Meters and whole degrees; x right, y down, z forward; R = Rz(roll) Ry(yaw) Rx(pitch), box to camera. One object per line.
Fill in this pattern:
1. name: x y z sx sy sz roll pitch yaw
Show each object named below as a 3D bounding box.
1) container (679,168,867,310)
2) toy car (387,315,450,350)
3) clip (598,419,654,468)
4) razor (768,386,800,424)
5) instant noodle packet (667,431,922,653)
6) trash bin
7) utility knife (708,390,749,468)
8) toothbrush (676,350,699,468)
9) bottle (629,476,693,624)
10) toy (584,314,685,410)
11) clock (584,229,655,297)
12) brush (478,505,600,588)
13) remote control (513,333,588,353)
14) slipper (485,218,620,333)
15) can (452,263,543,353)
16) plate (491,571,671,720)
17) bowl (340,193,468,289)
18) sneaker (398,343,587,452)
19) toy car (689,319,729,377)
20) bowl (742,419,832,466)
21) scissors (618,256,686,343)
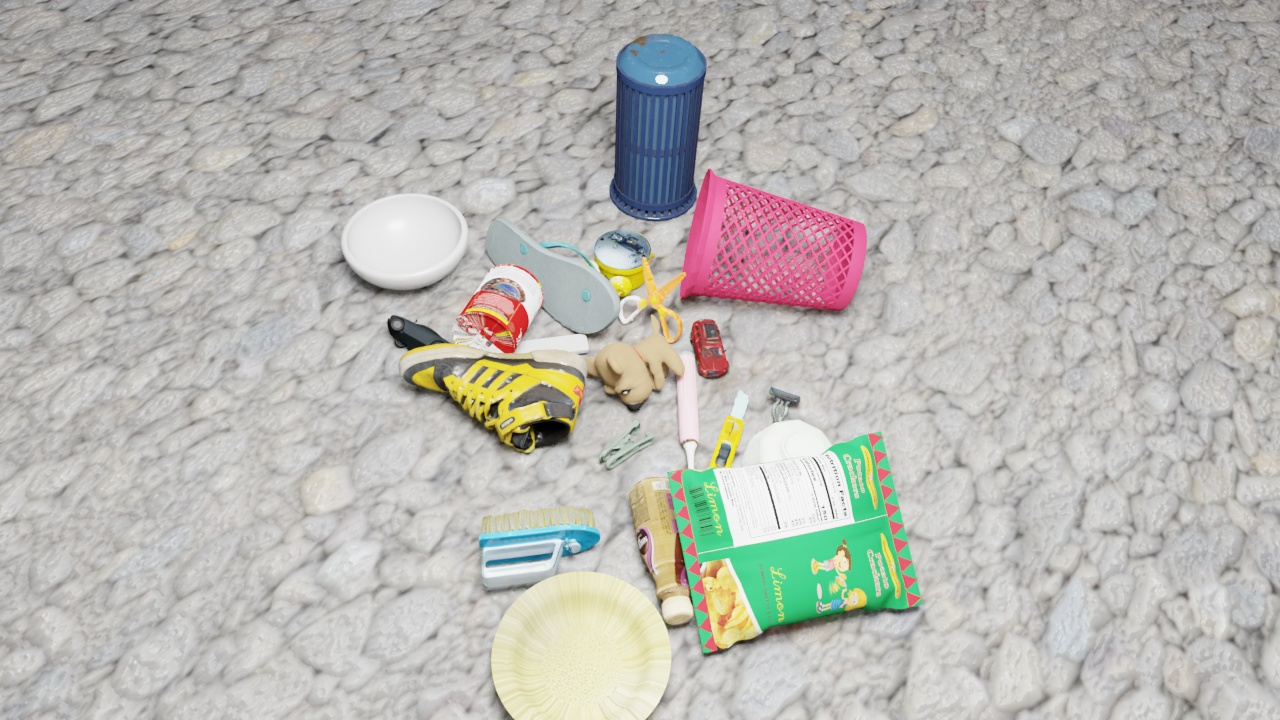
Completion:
1. container: 0.185 -0.153 1.280 0.226 0.184 0.182 11 51 -3
2. toy car: -0.289 -0.026 1.224 0.112 0.046 0.034 27 56 17
3. clip: -0.024 0.102 1.147 0.078 0.023 0.050 -22 53 -21
4. razor: 0.170 0.100 1.160 0.043 0.022 0.144 18 57 -2
5. instant noodle packet: 0.171 0.196 1.011 0.252 0.090 0.195 -10 81 -9
6. trash bin: 0.025 -0.348 1.370 0.139 0.250 0.139 1 51 -2
7. utility knife: 0.105 0.110 1.153 0.030 0.018 0.190 21 49 3
8. toothbrush: 0.061 0.080 1.166 0.027 0.027 0.222 14 49 -17
9. bottle: 0.028 0.214 1.033 0.059 0.060 0.165 -6 52 -8
10. toy: -0.007 0.007 1.185 0.108 0.134 0.106 -24 97 -22
11. clock: -0.033 -0.136 1.319 0.083 0.057 0.118 29 55 19
12. brush: -0.112 0.210 1.032 0.136 0.055 0.075 -6 47 -8
13. remote control: -0.136 -0.015 1.242 0.131 0.012 0.033 -7 43 -9
14. slipper: -0.118 -0.117 1.291 0.269 0.098 0.054 32 32 31
15. can: -0.187 -0.062 1.219 0.087 0.087 0.116 13 41 8
16. plate: -0.061 0.314 0.962 0.184 0.036 0.184 1 51 -2
17. bowl: -0.334 -0.159 1.318 0.176 0.066 0.176 1 51 -2
18. sneaker: -0.187 0.049 1.141 0.238 0.086 0.121 0 53 0
19. toy car: 0.094 -0.017 1.243 0.042 0.036 0.091 -5 57 -7
20. bowl: 0.187 0.120 1.101 0.117 0.061 0.117 6 58 -10
21. scissors: 0.014 -0.081 1.255 0.128 0.125 0.011 -8 17 27
